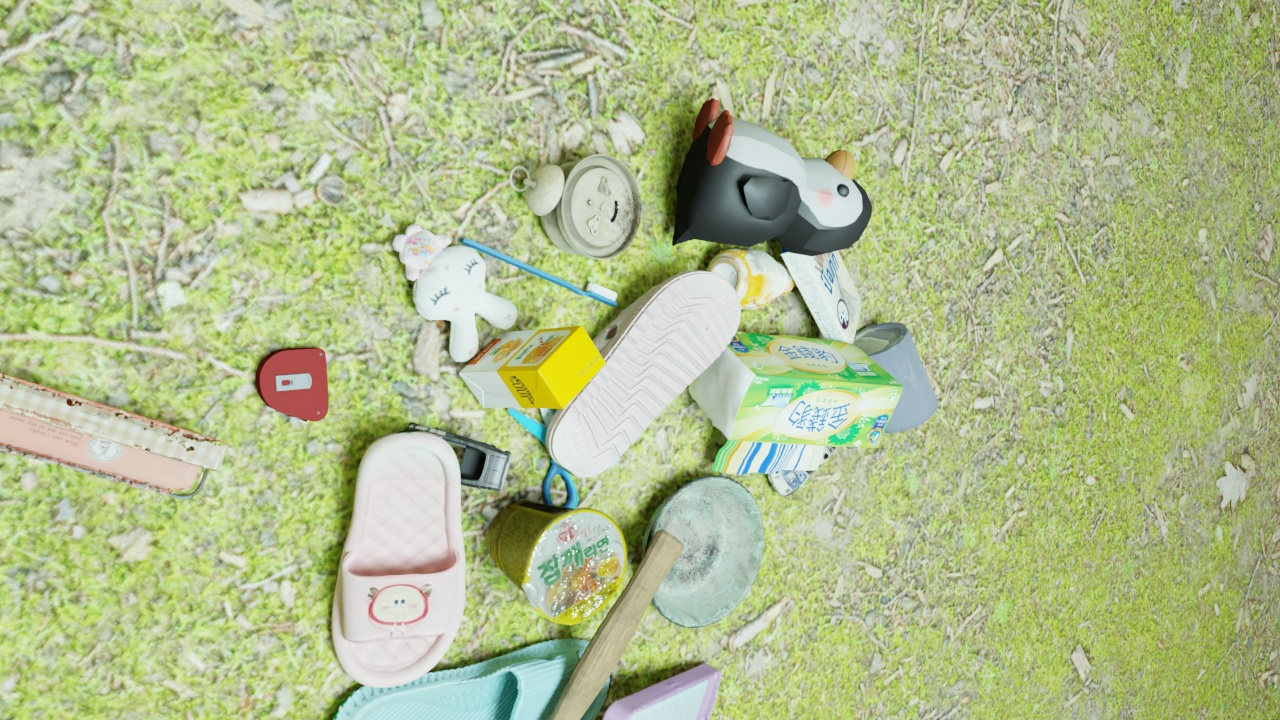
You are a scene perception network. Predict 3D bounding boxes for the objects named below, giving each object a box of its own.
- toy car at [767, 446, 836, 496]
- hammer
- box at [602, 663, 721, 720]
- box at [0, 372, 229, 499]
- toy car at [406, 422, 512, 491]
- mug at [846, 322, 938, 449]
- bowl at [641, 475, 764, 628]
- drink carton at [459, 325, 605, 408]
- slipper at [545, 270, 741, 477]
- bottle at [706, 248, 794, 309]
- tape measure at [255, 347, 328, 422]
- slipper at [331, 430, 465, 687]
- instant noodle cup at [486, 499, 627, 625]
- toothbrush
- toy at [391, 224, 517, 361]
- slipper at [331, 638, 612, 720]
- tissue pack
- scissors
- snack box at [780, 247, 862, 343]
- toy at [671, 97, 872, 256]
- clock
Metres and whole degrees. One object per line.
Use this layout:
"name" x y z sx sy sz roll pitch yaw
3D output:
"toy car" 0.187 0.106 1.033 0.112 0.041 0.048 -43 116 -23
"hammer" -0.047 0.292 0.826 0.305 0.040 0.132 -57 141 -15
"box" 0.027 0.382 0.890 0.214 0.062 0.140 12 62 -60
"box" -0.383 0.050 0.624 0.187 0.054 0.076 25 113 -33
"toy car" -0.158 0.083 0.777 0.092 0.037 0.040 16 86 -2
"mug" 0.273 0.029 1.066 0.124 0.084 0.104 -30 111 -9
"bowl" 0.058 0.194 0.953 0.157 0.039 0.157 -4 97 -34
"drink carton" -0.095 0.007 0.779 0.058 0.123 0.040 -48 119 -33
"slipper" -0.005 0.005 0.876 0.239 0.064 0.094 -49 116 -10
"bottle" 0.118 -0.084 0.952 0.108 0.063 0.063 -6 98 -48
"tape measure" -0.272 0.020 0.718 0.051 0.019 0.059 -5 98 -35
"slipper" -0.192 0.164 0.747 0.106 0.056 0.222 5 101 -17
"instant noodle cup" -0.082 0.169 0.810 0.102 0.108 0.102 -4 97 -35
"toothbrush" -0.088 -0.082 0.837 0.166 0.016 0.014 22 82 -34
"toy" -0.159 -0.062 0.777 0.075 0.037 0.125 -46 121 -24
"slipper" -0.135 0.319 0.817 0.275 0.070 0.116 3 96 -34
"tissue pack" 0.149 0.058 0.952 0.197 0.120 0.142 8 115 -20
"scissors" -0.083 0.086 0.862 0.140 0.013 0.113 37 75 -34
"snack box" 0.200 -0.088 1.003 0.150 0.026 0.081 55 42 -33
"toy" 0.131 -0.152 0.893 0.184 0.159 0.140 15 114 -15
"clock" -0.063 -0.143 0.826 0.140 0.055 0.093 16 85 -42
